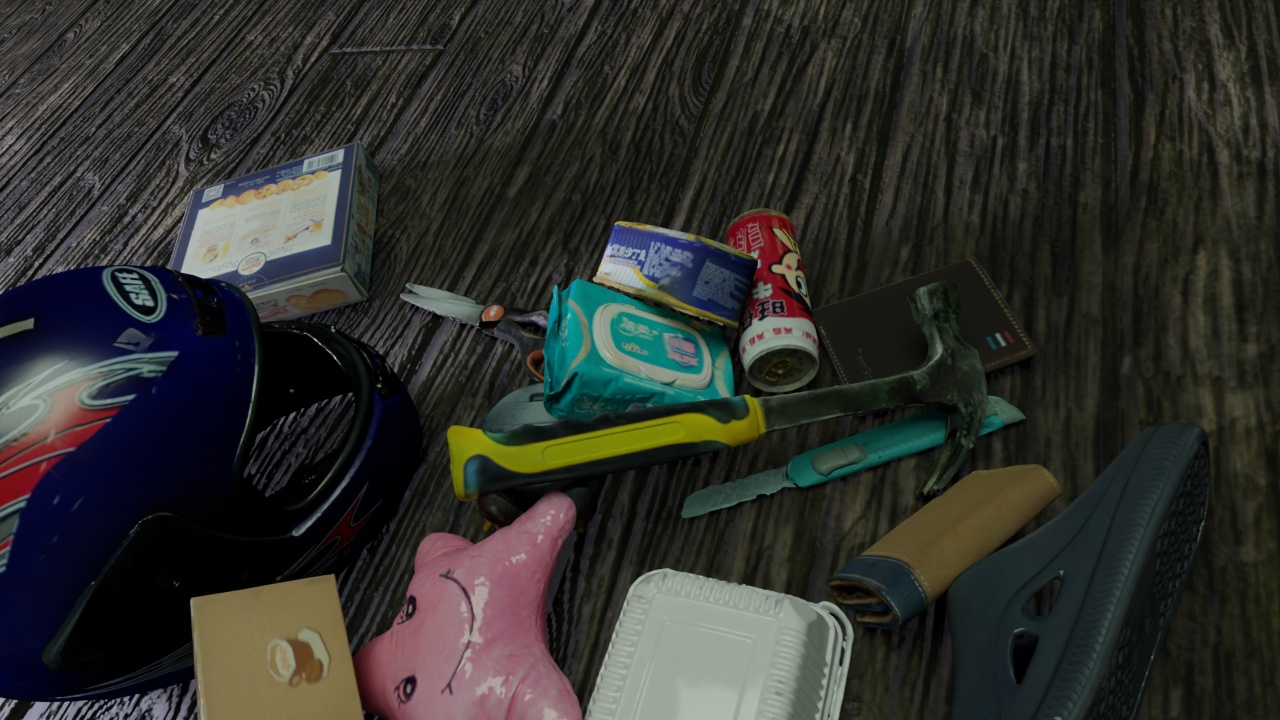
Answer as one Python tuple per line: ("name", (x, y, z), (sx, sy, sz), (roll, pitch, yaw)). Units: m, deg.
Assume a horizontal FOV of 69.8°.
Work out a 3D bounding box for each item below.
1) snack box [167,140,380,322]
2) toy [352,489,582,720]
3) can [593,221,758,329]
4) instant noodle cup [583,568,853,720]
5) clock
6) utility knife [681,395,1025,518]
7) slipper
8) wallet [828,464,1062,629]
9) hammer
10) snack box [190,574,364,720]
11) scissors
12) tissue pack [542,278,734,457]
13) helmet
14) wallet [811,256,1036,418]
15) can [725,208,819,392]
("snack box", (-0.337, -0.110, 0.844), (0.178, 0.046, 0.182), (-14, 50, 7))
("toy", (-0.107, 0.177, 0.525), (0.179, 0.074, 0.194), (-24, 48, 24))
("can", (0.022, -0.062, 0.649), (0.148, 0.074, 0.049), (23, 94, 59))
("instant noodle cup", (0.030, 0.189, 0.485), (0.138, 0.060, 0.173), (7, 54, 22))
("clock", (-0.065, 0.072, 0.608), (0.082, 0.055, 0.121), (-3, 53, 14))
("utility knife", (0.131, 0.061, 0.582), (0.223, 0.013, 0.029), (-19, 51, 3))
("slipper", (0.205, 0.133, 0.454), (0.083, 0.111, 0.267), (13, 51, 43))
("wallet", (0.163, 0.100, 0.502), (0.115, 0.090, 0.033), (-35, 85, -12))
("hammer", (0.051, 0.039, 0.543), (0.323, 0.032, 0.126), (-10, 78, -7))
("snack box", (-0.206, 0.189, 0.515), (0.077, 0.095, 0.092), (-4, 49, -28))
("scissors", (-0.112, -0.020, 0.717), (0.235, 0.022, 0.142), (-2, 53, 16))
("tissue pack", (-0.004, 0.004, 0.604), (0.133, 0.050, 0.093), (16, 42, -20))
("helmet", (-0.316, 0.057, 0.579), (0.315, 0.241, 0.247), (-39, 52, -16))
("wallet", (0.188, -0.017, 0.624), (0.122, 0.020, 0.096), (-20, 50, 5))
("can", (0.092, -0.044, 0.651), (0.053, 0.053, 0.132), (-10, 50, 9))
